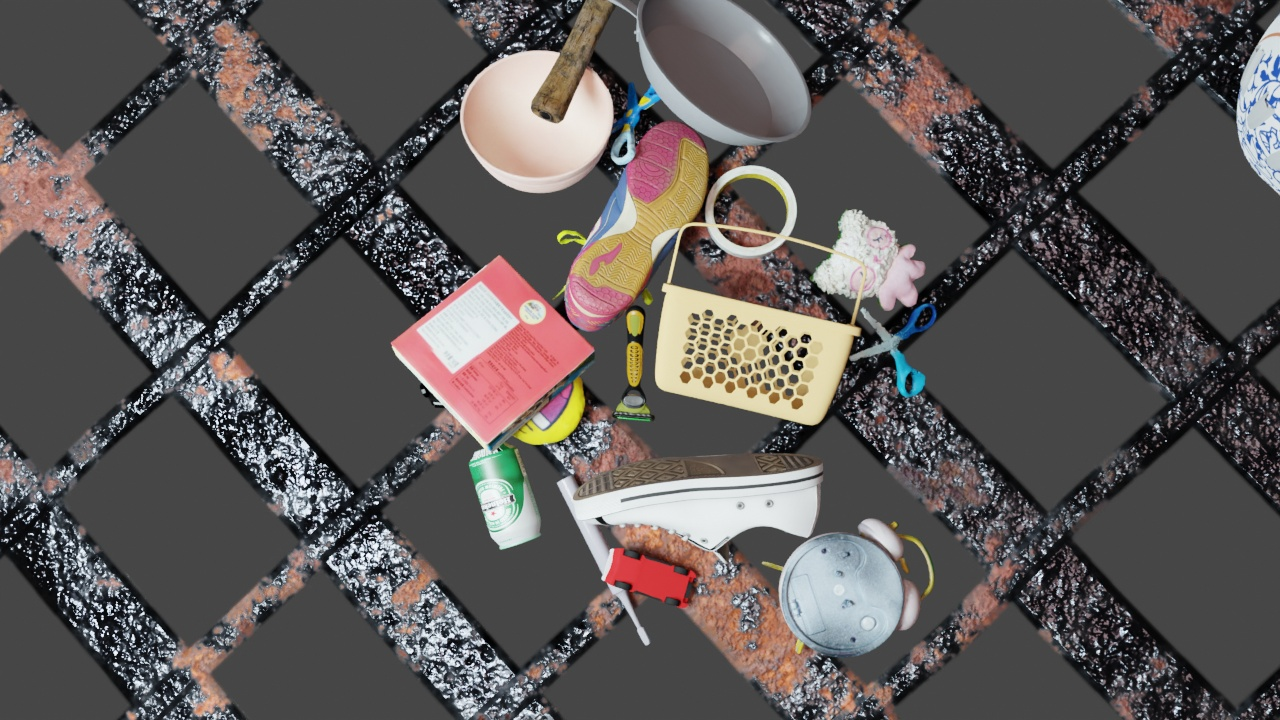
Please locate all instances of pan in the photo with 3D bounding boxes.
[{"bbox_3d":[0.013,-0.315,0.868,0.356,0.051,0.200,22,51,-21],"label":"pan"}]

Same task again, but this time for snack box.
[{"bbox_3d":[-0.144,-0.008,0.910,0.144,0.040,0.142,-42,76,-16],"label":"snack box"}]

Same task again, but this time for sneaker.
[{"bbox_3d":[0.058,0.152,0.906,0.245,0.091,0.097,-5,99,1],"label":"sneaker"},{"bbox_3d":[-0.011,-0.138,0.934,0.116,0.091,0.241,29,69,0],"label":"sneaker"}]

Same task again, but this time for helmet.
[{"bbox_3d":[0.647,-0.235,0.774,0.236,0.314,0.231,-23,82,14],"label":"helmet"}]

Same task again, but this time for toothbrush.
[{"bbox_3d":[-0.035,0.204,0.937,0.018,0.019,0.188,-29,85,15],"label":"toothbrush"}]

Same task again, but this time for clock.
[{"bbox_3d":[0.210,0.219,0.900,0.158,0.059,0.117,-20,86,2],"label":"clock"}]

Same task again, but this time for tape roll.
[{"bbox_3d":[0.114,-0.153,0.948,0.094,0.019,0.094,0,87,4],"label":"tape roll"}]

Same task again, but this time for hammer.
[{"bbox_3d":[-0.022,-0.376,0.924,0.120,0.033,0.329,21,73,5],"label":"hammer"}]

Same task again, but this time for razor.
[{"bbox_3d":[-0.005,0.005,0.906,0.044,0.021,0.144,5,130,4],"label":"razor"}]

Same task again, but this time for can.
[{"bbox_3d":[-0.137,0.136,0.930,0.053,0.053,0.101,-19,85,2],"label":"can"}]

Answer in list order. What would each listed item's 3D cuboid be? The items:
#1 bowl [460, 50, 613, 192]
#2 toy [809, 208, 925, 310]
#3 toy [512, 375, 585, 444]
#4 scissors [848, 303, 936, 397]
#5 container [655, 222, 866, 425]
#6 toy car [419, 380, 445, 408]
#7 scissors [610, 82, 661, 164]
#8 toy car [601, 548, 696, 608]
[{"bbox_3d":[-0.101,-0.229,0.931,0.153,0.076,0.152,0,70,1],"label":"bowl"},{"bbox_3d":[0.238,-0.097,0.929,0.109,0.041,0.095,25,87,-1],"label":"toy"},{"bbox_3d":[-0.103,0.040,0.940,0.094,0.041,0.095,-31,80,-4],"label":"toy"},{"bbox_3d":[0.254,-0.024,0.907,0.129,0.014,0.118,38,77,-31],"label":"scissors"},{"bbox_3d":[0.112,-0.040,0.886,0.183,0.129,0.167,13,96,4],"label":"container"},{"bbox_3d":[-0.212,0.005,0.950,0.042,0.036,0.091,-25,81,0],"label":"toy car"},{"bbox_3d":[-0.007,-0.246,0.931,0.126,0.013,0.130,-24,43,39],"label":"scissors"},{"bbox_3d":[0.009,0.218,0.922,0.089,0.025,0.038,22,74,-16],"label":"toy car"}]
